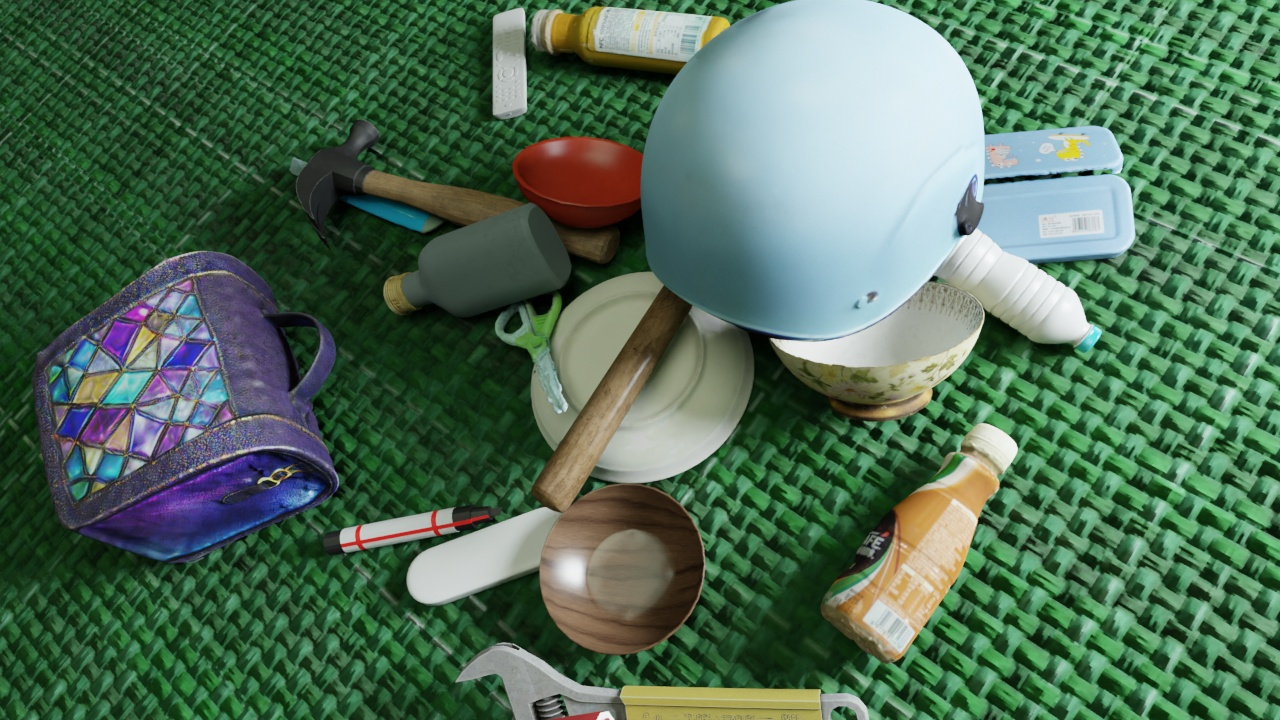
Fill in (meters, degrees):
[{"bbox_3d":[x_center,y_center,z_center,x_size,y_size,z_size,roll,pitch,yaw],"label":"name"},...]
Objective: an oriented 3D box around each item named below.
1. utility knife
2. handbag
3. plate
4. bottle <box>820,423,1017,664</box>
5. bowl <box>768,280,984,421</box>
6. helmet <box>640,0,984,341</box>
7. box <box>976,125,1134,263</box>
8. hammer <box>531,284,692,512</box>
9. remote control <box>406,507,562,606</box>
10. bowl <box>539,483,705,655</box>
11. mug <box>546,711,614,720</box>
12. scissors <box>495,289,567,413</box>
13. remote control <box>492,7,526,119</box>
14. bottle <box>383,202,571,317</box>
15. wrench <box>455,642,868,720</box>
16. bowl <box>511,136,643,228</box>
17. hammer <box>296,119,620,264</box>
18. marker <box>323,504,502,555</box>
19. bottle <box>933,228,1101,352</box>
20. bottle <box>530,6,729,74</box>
[{"bbox_3d":[-0.265,-0.159,0.875,0.198,0.015,0.031,25,70,21],"label":"utility knife"},{"bbox_3d":[-0.351,0.035,0.747,0.222,0.125,0.204,-30,62,-1],"label":"handbag"},{"bbox_3d":[-0.004,0.004,0.716,0.182,0.034,0.182,-6,64,13],"label":"plate"},{"bbox_3d":[0.187,0.114,0.597,0.059,0.059,0.167,34,78,26],"label":"bottle"},{"bbox_3d":[0.164,-0.002,0.638,0.145,0.063,0.145,-11,24,5],"label":"bowl"},{"bbox_3d":[0.122,-0.149,0.620,0.225,0.167,0.265,33,61,27],"label":"helmet"},{"bbox_3d":[0.258,-0.129,0.703,0.209,0.039,0.126,-3,66,13],"label":"box"},{"bbox_3d":[0.016,-0.028,0.684,0.129,0.040,0.321,26,71,19],"label":"hammer"},{"bbox_3d":[-0.112,0.147,0.691,0.136,0.013,0.043,-21,62,5],"label":"remote control"},{"bbox_3d":[-0.010,0.149,0.651,0.119,0.032,0.119,-6,64,13],"label":"bowl"},{"bbox_3d":[-0.057,0.287,0.575,0.097,0.080,0.116,-14,99,13],"label":"mug"},{"bbox_3d":[-0.078,-0.009,0.712,0.065,0.033,0.174,-30,39,3],"label":"scissors"},{"bbox_3d":[-0.128,-0.292,0.900,0.033,0.012,0.130,-11,63,13],"label":"remote control"},{"bbox_3d":[-0.143,-0.074,0.765,0.161,0.072,0.046,-15,32,25],"label":"bottle"},{"bbox_3d":[0.009,0.228,0.605,0.274,0.018,0.083,-4,93,12],"label":"wrench"},{"bbox_3d":[-0.047,-0.147,0.777,0.122,0.035,0.121,4,39,-4],"label":"bowl"},{"bbox_3d":[-0.165,-0.134,0.815,0.306,0.040,0.132,17,58,18],"label":"hammer"},{"bbox_3d":[-0.176,0.130,0.713,0.146,0.019,0.019,-12,63,10],"label":"marker"},{"bbox_3d":[0.262,-0.052,0.653,0.136,0.044,0.044,37,79,12],"label":"bottle"},{"bbox_3d":[-0.012,-0.296,0.846,0.186,0.053,0.053,13,70,20],"label":"bottle"}]
